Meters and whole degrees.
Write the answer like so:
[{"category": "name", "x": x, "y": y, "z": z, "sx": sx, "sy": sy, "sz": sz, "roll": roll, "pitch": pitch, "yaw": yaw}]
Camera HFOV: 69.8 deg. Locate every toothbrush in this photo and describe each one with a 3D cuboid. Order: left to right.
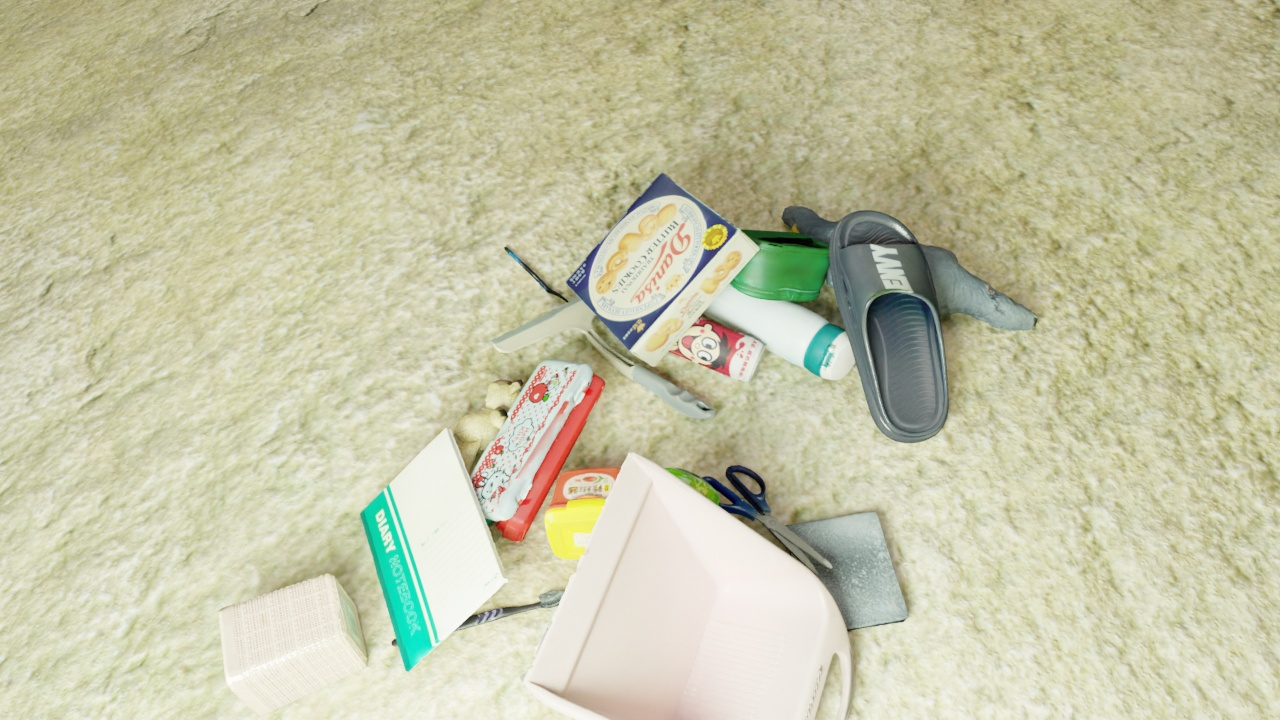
[{"category": "toothbrush", "x": -0.162, "y": 0.261, "z": 0.929, "sx": 0.189, "sy": 0.017, "sz": 0.014, "roll": -15, "pitch": 49, "yaw": -1}, {"category": "toothbrush", "x": -0.136, "y": -0.105, "z": 1.233, "sx": 0.016, "sy": 0.014, "sz": 0.189, "roll": -48, "pitch": 54, "yaw": 1}]

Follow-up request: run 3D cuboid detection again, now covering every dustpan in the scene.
[{"category": "dustpan", "x": 0.067, "y": 0.234, "z": 0.784, "sx": 0.139, "sy": 0.273, "sz": 0.222, "roll": -2, "pitch": 54, "yaw": 39}]

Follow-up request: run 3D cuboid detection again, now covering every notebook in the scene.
[{"category": "notebook", "x": -0.219, "y": 0.190, "z": 0.950, "sx": 0.150, "sy": 0.012, "sz": 0.209, "roll": -44, "pitch": 48, "yaw": 13}]

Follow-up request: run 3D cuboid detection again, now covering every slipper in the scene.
[{"category": "slipper", "x": 0.283, "y": -0.046, "z": 0.996, "sx": 0.110, "sy": 0.083, "sz": 0.268, "roll": -8, "pitch": 78, "yaw": -5}]

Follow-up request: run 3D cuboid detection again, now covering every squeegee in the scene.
[{"category": "squeegee", "x": -0.007, "y": 0.006, "z": 1.101, "sx": 0.246, "sy": 0.039, "sz": 0.245, "roll": 37, "pitch": 47, "yaw": 26}]

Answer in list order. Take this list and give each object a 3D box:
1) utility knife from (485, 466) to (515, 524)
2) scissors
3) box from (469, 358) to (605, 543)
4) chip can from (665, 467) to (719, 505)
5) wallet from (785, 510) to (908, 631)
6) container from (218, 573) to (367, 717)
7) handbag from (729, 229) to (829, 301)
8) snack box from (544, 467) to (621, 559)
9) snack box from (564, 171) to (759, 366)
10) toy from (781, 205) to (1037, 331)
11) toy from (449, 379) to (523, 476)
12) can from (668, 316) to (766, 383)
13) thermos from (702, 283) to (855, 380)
[{"category": "utility knife", "x": -0.144, "y": 0.138, "z": 1.031, "sx": 0.029, "sy": 0.013, "sz": 0.161, "roll": 27, "pitch": 62, "yaw": 31}, {"category": "scissors", "x": 0.119, "y": 0.164, "z": 0.933, "sx": 0.128, "sy": 0.012, "sz": 0.173, "roll": 0, "pitch": 32, "yaw": -8}, {"category": "box", "x": -0.120, "y": 0.086, "z": 0.992, "sx": 0.091, "sy": 0.095, "sz": 0.201, "roll": 28, "pitch": 64, "yaw": 0}, {"category": "chip can", "x": 0.003, "y": 0.208, "z": 0.882, "sx": 0.073, "sy": 0.073, "sz": 0.220, "roll": 18, "pitch": 66, "yaw": 23}, {"category": "wallet", "x": 0.200, "y": 0.209, "z": 0.907, "sx": 0.097, "sy": 0.019, "sz": 0.120, "roll": -11, "pitch": 51, "yaw": 4}, {"category": "container", "x": -0.338, "y": 0.275, "z": 0.901, "sx": 0.111, "sy": 0.090, "sz": 0.090, "roll": -20, "pitch": 50, "yaw": -11}, {"category": "handbag", "x": 0.154, "y": -0.120, "z": 1.098, "sx": 0.131, "sy": 0.068, "sz": 0.120, "roll": 0, "pitch": 22, "yaw": -28}, {"category": "snack box", "x": -0.049, "y": 0.159, "z": 0.958, "sx": 0.091, "sy": 0.082, "sz": 0.080, "roll": -5, "pitch": 36, "yaw": 5}, {"category": "snack box", "x": 0.019, "y": -0.110, "z": 1.067, "sx": 0.178, "sy": 0.045, "sz": 0.182, "roll": -48, "pitch": 43, "yaw": 4}, {"category": "toy", "x": 0.302, "y": -0.112, "z": 1.120, "sx": 0.356, "sy": 0.092, "sz": 0.137, "roll": 29, "pitch": 33, "yaw": 28}, {"category": "toy", "x": -0.182, "y": 0.089, "z": 1.052, "sx": 0.105, "sy": 0.066, "sz": 0.156, "roll": -20, "pitch": 35, "yaw": 54}, {"category": "can", "x": 0.078, "y": -0.020, "z": 1.080, "sx": 0.133, "sy": 0.053, "sz": 0.053, "roll": 23, "pitch": 57, "yaw": 10}, {"category": "thermos", "x": 0.156, "y": -0.049, "z": 1.101, "sx": 0.224, "sy": 0.073, "sz": 0.073, "roll": 32, "pitch": 62, "yaw": 30}]
